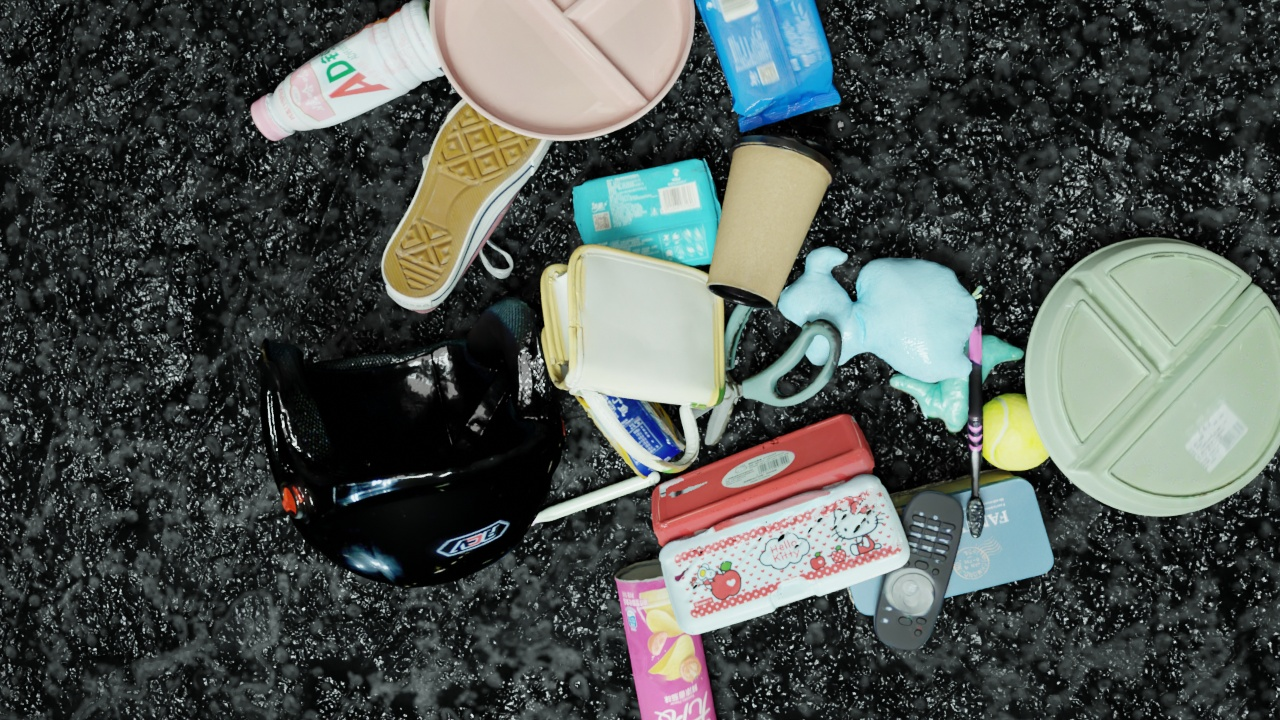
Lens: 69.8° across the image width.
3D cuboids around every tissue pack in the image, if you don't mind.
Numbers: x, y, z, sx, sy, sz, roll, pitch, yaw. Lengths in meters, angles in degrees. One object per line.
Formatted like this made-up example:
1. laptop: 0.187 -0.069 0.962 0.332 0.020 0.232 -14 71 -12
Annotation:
1. tissue pack: 0.108 -0.281 0.790 0.095 0.052 0.157 -18 91 12
2. tissue pack: 0.007 -0.122 0.819 0.133 0.050 0.093 -9 94 10

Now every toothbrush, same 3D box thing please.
1. toothbrush: 0.277 0.051 0.760 0.014 0.017 0.189 0 78 20
2. toothbrush: -0.071 0.138 0.869 0.190 0.020 0.029 -20 121 9

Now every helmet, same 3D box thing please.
1. helmet: -0.182 0.076 0.764 0.233 0.275 0.230 -14 118 -26

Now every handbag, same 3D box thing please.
1. handbag: -0.005 0.004 0.765 0.063 0.163 0.178 -23 64 50

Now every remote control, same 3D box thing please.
1. remote control: 0.229 0.171 0.757 0.053 0.024 0.136 15 98 6

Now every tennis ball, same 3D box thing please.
1. tennis ball: 0.316 0.060 0.776 0.065 0.065 0.065 1 94 9

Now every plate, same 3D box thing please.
1. plate: 0.425 0.012 0.743 0.230 0.027 0.230 0 88 -5
2. plate: -0.068 -0.298 0.803 0.229 0.028 0.229 0 82 -2

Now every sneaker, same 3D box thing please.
1. sneaker: -0.153 -0.146 0.828 0.118 0.088 0.240 27 76 -1

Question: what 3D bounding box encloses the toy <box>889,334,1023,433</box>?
1. toy: 0.271 0.015 0.798 0.096 0.030 0.092 20 95 13

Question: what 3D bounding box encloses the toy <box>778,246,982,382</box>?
1. toy: 0.212 -0.041 0.791 0.156 0.049 0.161 -31 76 15

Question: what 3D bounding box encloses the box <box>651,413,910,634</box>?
1. box: 0.109 0.134 0.780 0.201 0.063 0.160 -22 46 11

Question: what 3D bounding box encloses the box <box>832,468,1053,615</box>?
1. box: 0.262 0.154 0.794 0.184 0.063 0.090 -19 92 12

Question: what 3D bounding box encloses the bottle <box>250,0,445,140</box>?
1. bottle: -0.267 -0.260 0.847 0.197 0.068 0.068 -22 90 13

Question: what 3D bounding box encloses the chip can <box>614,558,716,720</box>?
1. chip can: 0.028 0.292 0.837 0.071 0.071 0.210 -10 92 10

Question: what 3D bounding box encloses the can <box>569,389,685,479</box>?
1. can: -0.021 0.034 0.825 0.049 0.074 0.148 -37 88 6

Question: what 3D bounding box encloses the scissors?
1. scissors: 0.106 0.008 0.808 0.172 0.019 0.177 20 100 29

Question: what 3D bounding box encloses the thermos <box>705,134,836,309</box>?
1. thermos: 0.105 -0.120 0.772 0.093 0.093 0.143 16 83 8
